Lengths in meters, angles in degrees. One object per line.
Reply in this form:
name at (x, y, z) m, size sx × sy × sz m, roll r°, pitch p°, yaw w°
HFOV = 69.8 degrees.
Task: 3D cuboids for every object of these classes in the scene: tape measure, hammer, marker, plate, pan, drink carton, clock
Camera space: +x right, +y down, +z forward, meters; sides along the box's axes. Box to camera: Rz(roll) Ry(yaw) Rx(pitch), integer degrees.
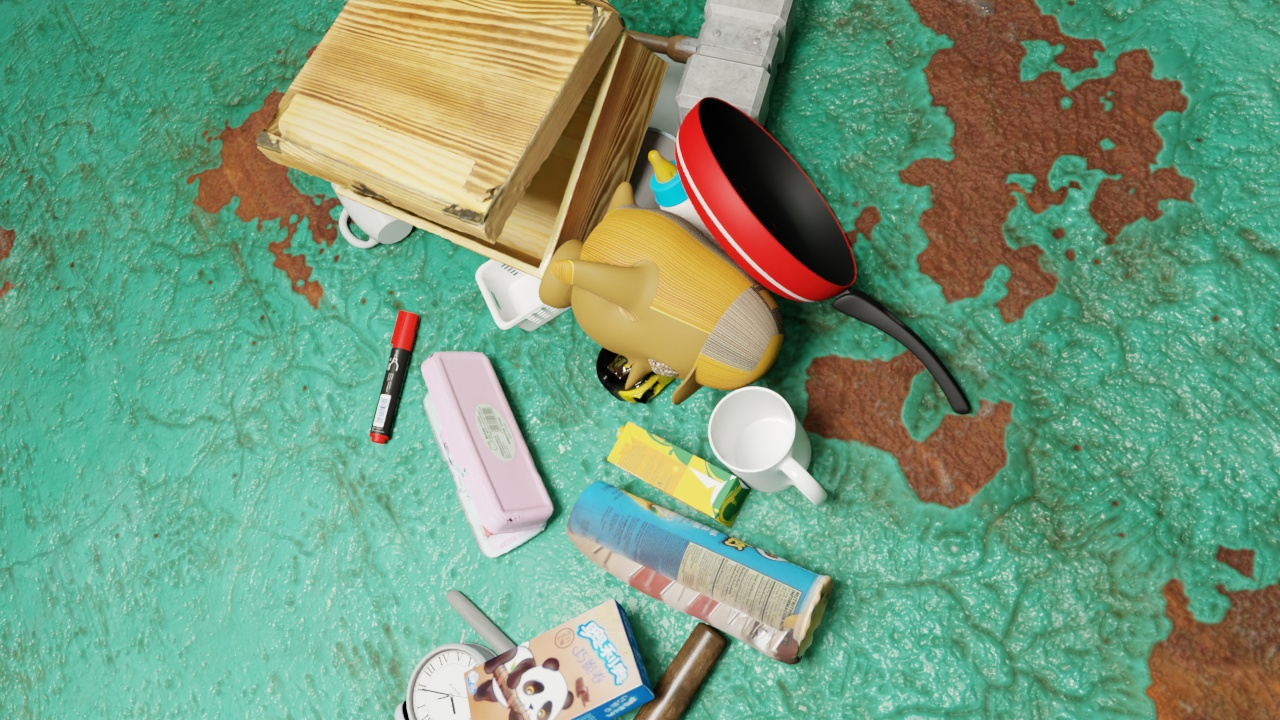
tape measure at (-0.005, 0.005, 0.892) m, size 0.071 × 0.042 × 0.072 m, roll 39°, pitch 88°, yaw 23°
hammer at (-0.013, -0.335, 0.953) m, size 0.318 × 0.083 × 0.162 m, roll 15°, pitch 77°, yaw 11°
marker at (-0.267, 0.018, 0.990) m, size 0.021 × 0.023 × 0.144 m, roll -14°, pitch 62°, yaw 56°
plate at (0.021, -0.277, 0.985) m, size 0.134 × 0.011 × 0.134 m, roll -1°, pitch 73°, yaw 5°
pan at (0.158, -0.084, 0.812) m, size 0.067 × 0.208 × 0.356 m, roll -38°, pitch 88°, yaw 29°
drink carton at (0.032, 0.103, 0.835) m, size 0.122 × 0.058 × 0.041 m, roll 26°, pitch 82°, yaw 25°
clock at (-0.009, -0.183, 0.935) m, size 0.159 × 0.045 × 0.122 m, roll 39°, pitch 88°, yaw 9°
clock at (-0.177, 0.318, 0.847) m, size 0.094 × 0.035 × 0.122 m, roll 37°, pitch 85°, yaw 26°
marker at (-0.135, 0.261, 0.866) m, size 0.139 × 0.016 × 0.022 m, roll 36°, pitch 55°, yaw 27°
hammer at (-0.051, 0.335, 0.785) m, size 0.218 × 0.037 × 0.300 m, roll 32°, pitch 82°, yaw 17°

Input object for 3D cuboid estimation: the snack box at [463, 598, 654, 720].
snack box at (-0.072, 0.275, 0.778) m, size 0.151 × 0.034 × 0.087 m, roll -27°, pitch 44°, yaw 3°

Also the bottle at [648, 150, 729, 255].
bottle at (0.047, -0.145, 0.866) m, size 0.051 × 0.146 × 0.051 m, roll -22°, pitch 45°, yaw 23°

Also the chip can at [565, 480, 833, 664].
chip can at (0.046, 0.180, 0.796) m, size 0.230 × 0.080 × 0.079 m, roll 20°, pitch 79°, yaw 25°

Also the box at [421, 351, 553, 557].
box at (-0.164, 0.094, 0.913) m, size 0.096 × 0.087 × 0.202 m, roll -49°, pitch 58°, yaw 37°

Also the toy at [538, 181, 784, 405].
toy at (0.030, -0.043, 0.815) m, size 0.203 × 0.198 × 0.163 m, roll 32°, pitch 106°, yaw 19°

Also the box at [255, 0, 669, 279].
box at (-0.159, -0.240, 0.846) m, size 0.279 × 0.215 × 0.257 m, roll 24°, pitch 98°, yaw 26°

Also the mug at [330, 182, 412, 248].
mug at (-0.310, -0.169, 1.054) m, size 0.107 × 0.071 × 0.089 m, roll -45°, pitch 70°, yaw 31°

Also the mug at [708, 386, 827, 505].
mug at (0.118, 0.082, 0.793) m, size 0.074 × 0.090 × 0.110 m, roll -45°, pitch 64°, yaw 0°

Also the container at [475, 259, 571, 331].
container at (-0.097, -0.086, 0.951) m, size 0.129 × 0.049 × 0.080 m, roll -31°, pitch 64°, yaw 7°
